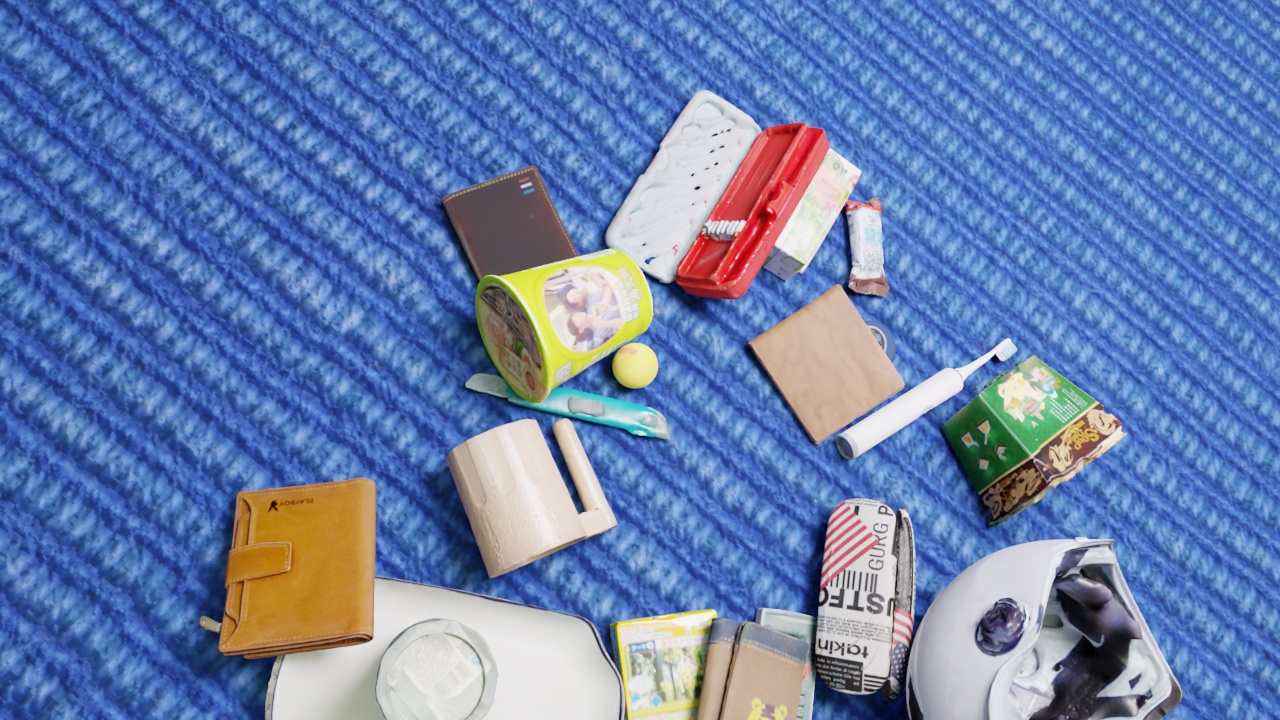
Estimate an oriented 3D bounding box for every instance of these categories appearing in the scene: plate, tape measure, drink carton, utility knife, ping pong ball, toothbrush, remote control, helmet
[{"bbox_3d":[-0.145,0.261,0.705,0.265,0.034,0.161,13,72,-10],"label":"plate"},{"bbox_3d":[0.214,-0.010,0.873,0.054,0.025,0.058,-5,85,-16],"label":"tape measure"},{"bbox_3d":[0.163,-0.138,0.883,0.045,0.054,0.122,33,70,-3],"label":"drink carton"},{"bbox_3d":[-0.060,0.038,0.800,0.185,0.013,0.029,13,64,-9],"label":"utility knife"},{"bbox_3d":[-0.005,0.005,0.809,0.040,0.040,0.040,4,73,-13],"label":"ping pong ball"},{"bbox_3d":[0.278,0.031,0.877,0.220,0.027,0.026,-28,77,-20],"label":"toothbrush"},{"bbox_3d":[0.118,0.279,0.770,0.056,0.019,0.135,14,72,-10],"label":"remote control"},{"bbox_3d":[0.301,0.263,0.740,0.258,0.146,0.229,-48,114,-27],"label":"helmet"}]

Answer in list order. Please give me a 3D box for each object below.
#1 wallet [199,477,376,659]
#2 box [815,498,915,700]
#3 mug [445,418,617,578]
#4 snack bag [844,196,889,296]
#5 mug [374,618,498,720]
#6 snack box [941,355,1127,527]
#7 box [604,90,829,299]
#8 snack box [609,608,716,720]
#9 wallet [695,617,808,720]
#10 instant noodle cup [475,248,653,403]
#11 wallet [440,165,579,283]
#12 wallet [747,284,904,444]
[{"bbox_3d":[-0.260,0.155,0.690,0.119,0.035,0.130,-4,53,-11],"label":"wallet"},{"bbox_3d":[0.201,0.206,0.794,0.076,0.086,0.162,-4,66,30],"label":"box"},{"bbox_3d":[-0.086,0.106,0.747,0.124,0.084,0.103,-14,75,-42],"label":"mug"},{"bbox_3d":[0.223,-0.115,0.905,0.045,0.026,0.105,5,74,-22],"label":"snack bag"},{"bbox_3d":[-0.133,0.240,0.639,0.083,0.104,0.124,-26,81,-20],"label":"mug"},{"bbox_3d":[0.353,0.068,0.848,0.118,0.118,0.105,-29,70,-22],"label":"snack box"},{"bbox_3d":[0.074,-0.155,0.866,0.158,0.069,0.200,24,70,20],"label":"box"},{"bbox_3d":[0.028,0.278,0.743,0.087,0.034,0.140,-5,77,-15],"label":"snack box"},{"bbox_3d":[0.087,0.270,0.730,0.090,0.033,0.115,22,68,-20],"label":"wallet"},{"bbox_3d":[-0.058,-0.038,0.777,0.123,0.112,0.111,-25,81,-30],"label":"instant noodle cup"},{"bbox_3d":[-0.112,-0.107,0.829,0.096,0.020,0.122,-24,83,-19],"label":"wallet"},{"bbox_3d":[0.172,0.004,0.848,0.101,0.020,0.115,-34,85,2],"label":"wallet"}]
